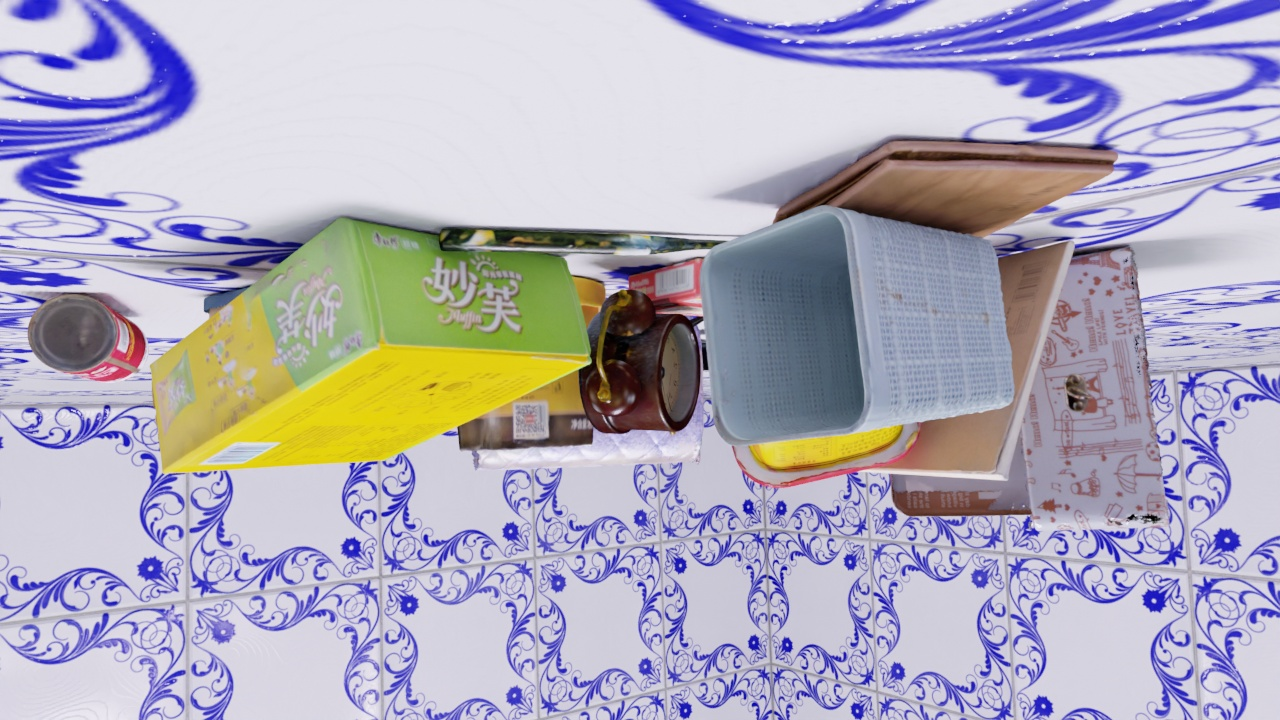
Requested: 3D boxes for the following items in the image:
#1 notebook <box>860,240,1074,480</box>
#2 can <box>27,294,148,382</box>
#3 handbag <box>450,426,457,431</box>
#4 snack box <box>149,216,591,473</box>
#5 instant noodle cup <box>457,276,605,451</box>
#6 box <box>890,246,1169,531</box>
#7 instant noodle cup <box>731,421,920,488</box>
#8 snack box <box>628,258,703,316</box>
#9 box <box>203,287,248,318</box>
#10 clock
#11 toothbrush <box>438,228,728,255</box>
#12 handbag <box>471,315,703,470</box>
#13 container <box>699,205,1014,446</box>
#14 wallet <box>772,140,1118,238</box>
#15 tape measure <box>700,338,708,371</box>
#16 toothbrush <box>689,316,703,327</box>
[{"bbox_3d":[0.181,0.005,0.610,0.012,0.149,0.212,28,165,-19],"label":"notebook"},{"bbox_3d":[-0.397,-0.013,0.669,0.053,0.053,0.133,0,176,-19],"label":"can"},{"bbox_3d":[-0.176,0.030,0.939,0.196,0.098,0.145,10,167,-42],"label":"handbag"},{"bbox_3d":[-0.157,0.002,0.530,0.211,0.070,0.157,-25,163,35],"label":"snack box"},{"bbox_3d":[-0.082,0.005,0.643,0.118,0.114,0.118,-2,175,0],"label":"instant noodle cup"},{"bbox_3d":[0.256,0.025,0.655,0.194,0.183,0.156,-7,173,28],"label":"box"},{"bbox_3d":[0.102,-0.001,0.544,0.116,0.116,0.124,-13,149,3],"label":"instant noodle cup"},{"bbox_3d":[0.073,-0.045,0.626,0.152,0.025,0.075,2,176,-36],"label":"snack box"},{"bbox_3d":[-0.231,-0.017,0.679,0.090,0.059,0.184,-6,172,36],"label":"box"},{"bbox_3d":[-0.003,0.003,0.575,0.055,0.082,0.122,3,162,24],"label":"clock"},{"bbox_3d":[-0.010,-0.058,0.476,0.185,0.017,0.012,0,137,-16],"label":"toothbrush"},{"bbox_3d":[-0.045,0.023,0.768,0.193,0.134,0.076,0,175,-12],"label":"handbag"},{"bbox_3d":[0.100,-0.011,0.409,0.111,0.090,0.090,0,172,-36],"label":"container"},{"bbox_3d":[0.123,-0.068,0.395,0.101,0.020,0.115,-2,173,-13],"label":"wallet"},{"bbox_3d":[0.054,-0.008,0.997,0.066,0.033,0.066,9,-174,10],"label":"tape measure"},{"bbox_3d":[0.019,-0.017,0.671,0.018,0.015,0.180,-15,-171,44],"label":"toothbrush"}]
